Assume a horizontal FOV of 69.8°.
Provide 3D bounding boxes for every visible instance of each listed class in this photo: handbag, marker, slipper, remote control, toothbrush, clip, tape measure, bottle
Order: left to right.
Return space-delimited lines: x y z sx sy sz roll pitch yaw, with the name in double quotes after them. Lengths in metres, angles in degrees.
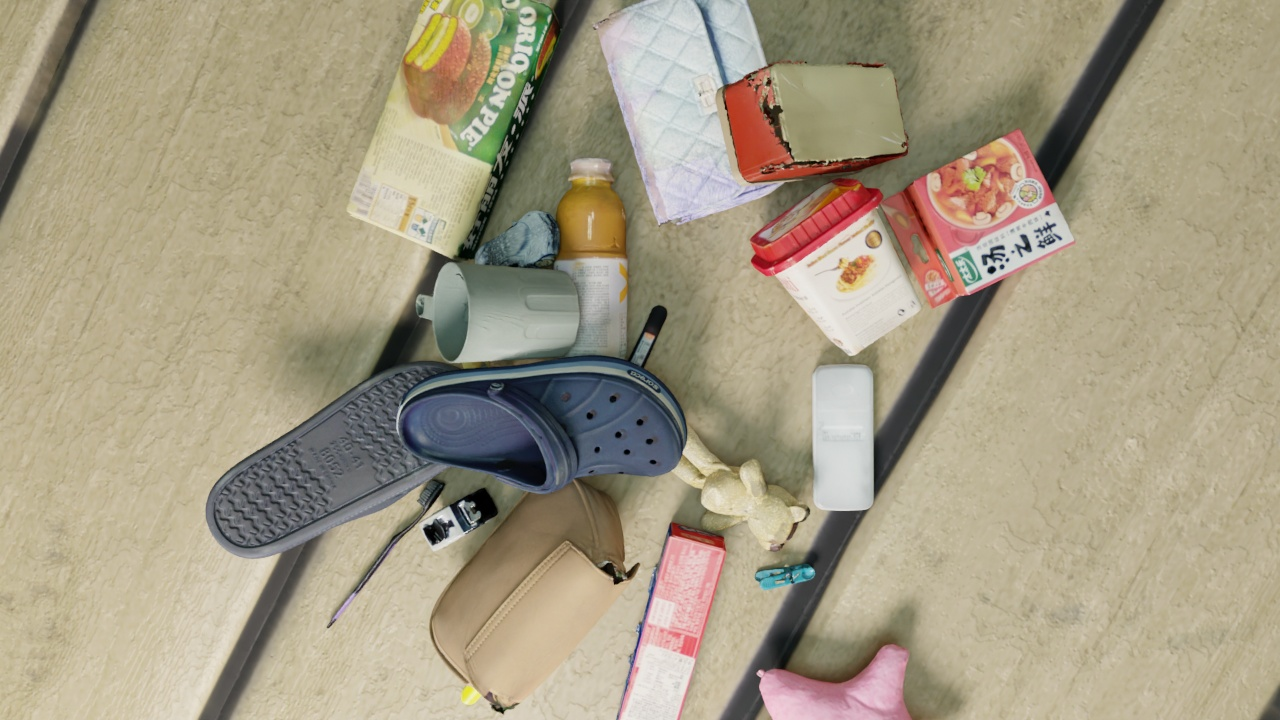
-0.263 0.091 0.852 0.267 0.083 0.110 -29 81 -19 "slipper"
-0.252 0.189 0.894 0.017 0.014 0.189 40 96 9 "toothbrush"
-0.173 0.149 0.859 0.066 0.065 0.033 -30 86 3 "tape measure"
-0.131 0.284 0.890 0.018 0.015 0.124 41 92 1 "marker"
-0.091 0.207 0.823 0.099 0.147 0.204 36 98 -36 "handbag"
-0.085 0.059 0.782 0.253 0.095 0.105 3 124 0 "slipper"
-0.045 -0.087 0.834 0.068 0.068 0.189 1 93 4 "bottle"
-0.005 0.005 0.864 0.018 0.015 0.124 25 92 1 "marker"
0.050 -0.229 0.815 0.134 0.075 0.194 -18 91 3 "handbag"
0.136 0.202 0.859 0.055 0.038 0.013 -11 94 -1 "clip"
0.187 0.071 0.848 0.056 0.020 0.136 -1 93 6 "remote control"

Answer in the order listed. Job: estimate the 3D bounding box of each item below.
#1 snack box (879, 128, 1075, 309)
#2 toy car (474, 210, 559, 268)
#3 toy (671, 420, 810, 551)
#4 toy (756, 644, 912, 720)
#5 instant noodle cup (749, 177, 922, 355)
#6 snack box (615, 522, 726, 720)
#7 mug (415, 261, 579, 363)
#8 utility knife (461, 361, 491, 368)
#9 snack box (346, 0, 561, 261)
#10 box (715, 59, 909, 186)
0.298 -0.124 0.816 0.127 0.044 0.113 -27 91 6 "snack box"
-0.115 -0.099 0.835 0.106 0.031 0.049 -26 71 38 "toy car"
0.079 0.111 0.844 0.157 0.066 0.105 37 128 6 "toy"
0.182 0.339 0.839 0.178 0.074 0.194 42 92 4 "toy"
0.174 -0.080 0.802 0.117 0.116 0.124 -35 102 5 "instant noodle cup"
0.025 0.259 0.854 0.058 0.057 0.207 15 94 1 "snack box"
-0.126 -0.044 0.802 0.103 0.124 0.084 -2 100 -32 "mug"
-0.159 -0.019 0.865 0.031 0.018 0.151 -17 87 -11 "utility knife"
-0.169 -0.222 0.840 0.114 0.063 0.240 22 94 3 "snack box"
0.152 -0.201 0.761 0.168 0.079 0.091 -14 93 -39 "box"
